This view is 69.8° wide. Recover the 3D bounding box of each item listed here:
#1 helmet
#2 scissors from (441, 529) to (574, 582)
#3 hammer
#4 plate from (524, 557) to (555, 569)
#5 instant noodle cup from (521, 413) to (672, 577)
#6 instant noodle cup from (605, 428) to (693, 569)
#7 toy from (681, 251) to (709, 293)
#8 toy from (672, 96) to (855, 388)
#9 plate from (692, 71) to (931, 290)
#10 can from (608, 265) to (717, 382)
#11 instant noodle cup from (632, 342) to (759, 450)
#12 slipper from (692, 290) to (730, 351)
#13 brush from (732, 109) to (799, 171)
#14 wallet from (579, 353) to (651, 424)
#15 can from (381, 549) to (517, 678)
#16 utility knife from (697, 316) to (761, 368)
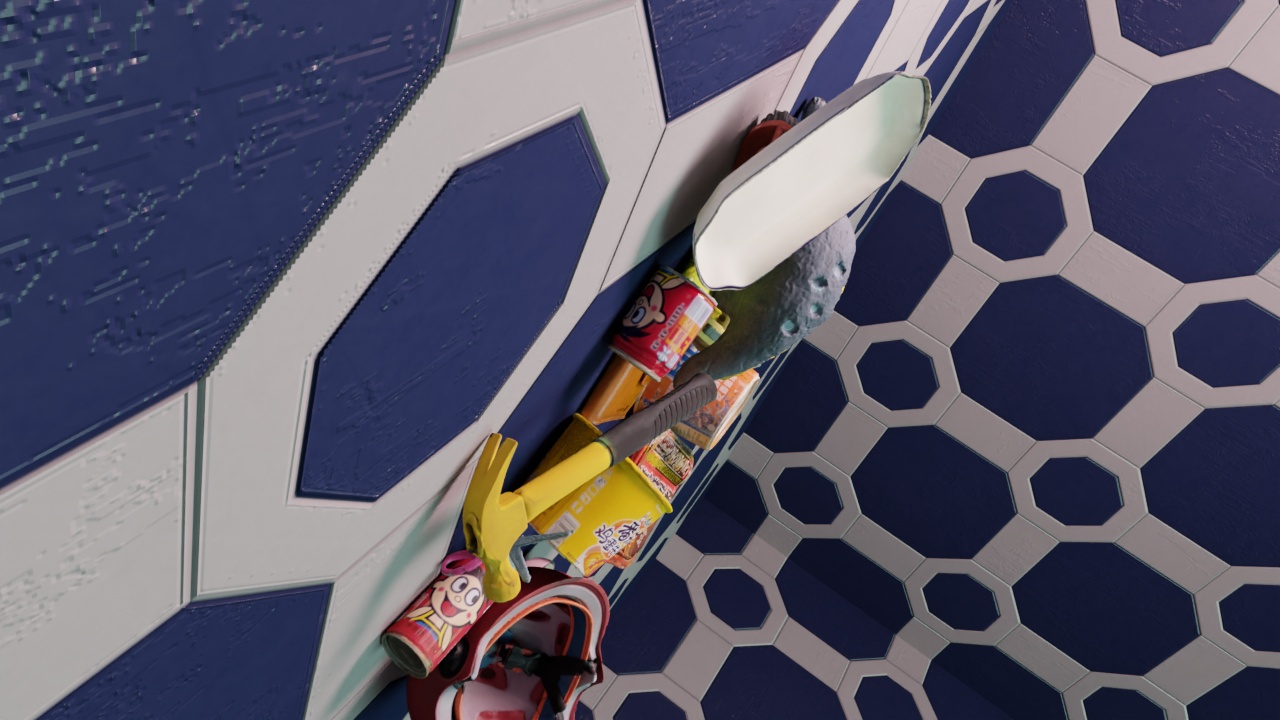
[{"bbox_3d":[-0.146,0.308,0.949,0.206,0.144,0.240,21,91,-50],"label":"helmet"},{"bbox_3d":[-0.116,0.160,0.822,0.133,0.017,0.130,-15,-152,20],"label":"scissors"},{"bbox_3d":[-0.034,0.081,0.803,0.299,0.033,0.129,-30,122,-41],"label":"hammer"},{"bbox_3d":[-0.177,0.314,1.120,0.192,0.039,0.193,-52,169,-15],"label":"plate"},{"bbox_3d":[-0.054,0.139,0.911,0.109,0.138,0.138,-45,167,-9],"label":"instant noodle cup"},{"bbox_3d":[-0.017,0.169,1.181,0.188,0.079,0.164,-60,153,-10],"label":"instant noodle cup"},{"bbox_3d":[0.058,-0.082,0.946,0.096,0.031,0.100,17,91,-73],"label":"toy"},{"bbox_3d":[0.156,-0.105,0.991,0.356,0.138,0.091,-68,163,6],"label":"toy"},{"bbox_3d":[0.148,-0.165,0.829,0.265,0.034,0.162,-37,154,-3],"label":"plate"},{"bbox_3d":[0.020,-0.034,0.864,0.094,0.066,0.066,-55,169,-1],"label":"can"},{"bbox_3d":[0.078,0.038,1.199,0.151,0.111,0.151,-52,169,-15],"label":"instant noodle cup"},{"bbox_3d":[0.118,-0.095,1.105,0.081,0.091,0.191,32,105,-40],"label":"slipper"},{"bbox_3d":[0.116,-0.171,0.881,0.146,0.063,0.069,105,9,-57],"label":"brush"},{"bbox_3d":[-0.006,0.006,0.973,0.131,0.035,0.119,-58,162,10],"label":"wallet"},{"bbox_3d":[-0.172,0.223,0.841,0.132,0.053,0.053,-45,165,-42],"label":"can"},{"bbox_3d":[0.088,-0.031,1.065,0.031,0.020,0.190,-37,142,16],"label":"utility knife"}]
